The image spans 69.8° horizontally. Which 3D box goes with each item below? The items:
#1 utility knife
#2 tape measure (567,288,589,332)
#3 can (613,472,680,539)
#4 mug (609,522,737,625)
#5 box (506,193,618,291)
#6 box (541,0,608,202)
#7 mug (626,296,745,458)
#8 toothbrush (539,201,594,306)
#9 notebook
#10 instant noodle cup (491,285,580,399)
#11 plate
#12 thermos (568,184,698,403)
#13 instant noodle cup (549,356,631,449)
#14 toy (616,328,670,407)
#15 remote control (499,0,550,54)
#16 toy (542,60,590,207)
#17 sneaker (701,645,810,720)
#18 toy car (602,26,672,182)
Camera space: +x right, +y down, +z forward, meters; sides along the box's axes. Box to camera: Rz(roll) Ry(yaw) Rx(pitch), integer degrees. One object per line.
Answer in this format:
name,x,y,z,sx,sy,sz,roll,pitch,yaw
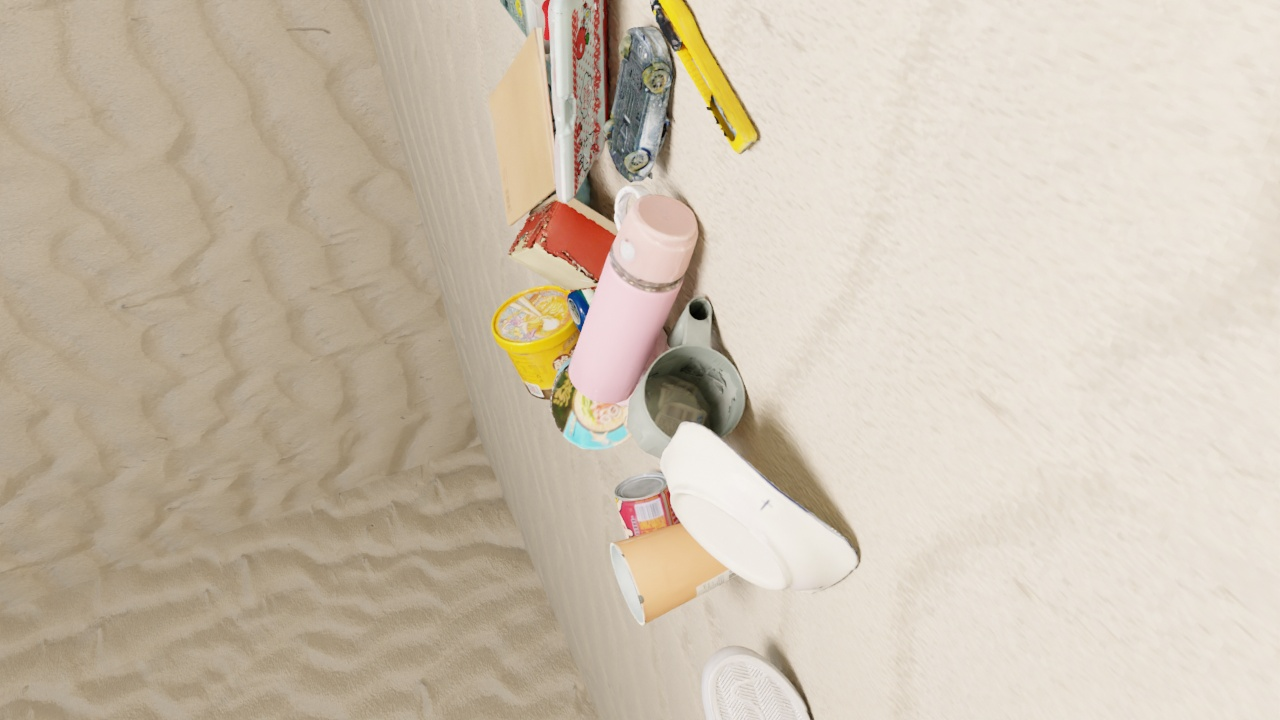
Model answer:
utility knife,0.038,-0.197,0.606,0.033,0.015,0.153,97,151,-64
tape measure,-0.069,-0.061,1.129,0.058,0.025,0.055,58,159,28
can,0.012,0.185,1.061,0.066,0.066,0.094,-148,41,-67
mug,0.043,0.183,0.842,0.078,0.122,0.078,161,90,-76
box,-0.083,-0.112,0.945,0.091,0.077,0.168,30,174,-16
box,-0.053,-0.252,0.774,0.201,0.065,0.159,92,175,-52
mug,0.036,0.020,0.780,0.103,0.083,0.123,123,153,-73
toothbrush,-0.091,-0.133,1.132,0.020,0.029,0.189,18,-143,-53
notebook,-0.122,-0.230,0.944,0.212,0.012,0.149,175,88,-70
instant noodle cup,-0.124,-0.019,1.216,0.118,0.118,0.114,54,164,48
plate,0.075,0.125,0.699,0.164,0.034,0.164,40,157,10
thermos,-0.013,-0.055,0.778,0.087,0.067,0.199,53,144,27
instant noodle cup,-0.055,0.038,1.069,0.120,0.111,0.111,-143,36,-78
toy,-0.005,0.005,0.923,0.160,0.054,0.121,5,109,67
remote control,-0.122,-0.371,0.952,0.056,0.019,0.135,89,157,-48
toy,-0.094,-0.223,0.969,0.161,0.049,0.157,57,152,19
sneaker,0.122,0.373,0.879,0.242,0.089,0.091,67,170,-8
toy car,0.001,-0.195,0.704,0.121,0.036,0.054,102,148,-44
